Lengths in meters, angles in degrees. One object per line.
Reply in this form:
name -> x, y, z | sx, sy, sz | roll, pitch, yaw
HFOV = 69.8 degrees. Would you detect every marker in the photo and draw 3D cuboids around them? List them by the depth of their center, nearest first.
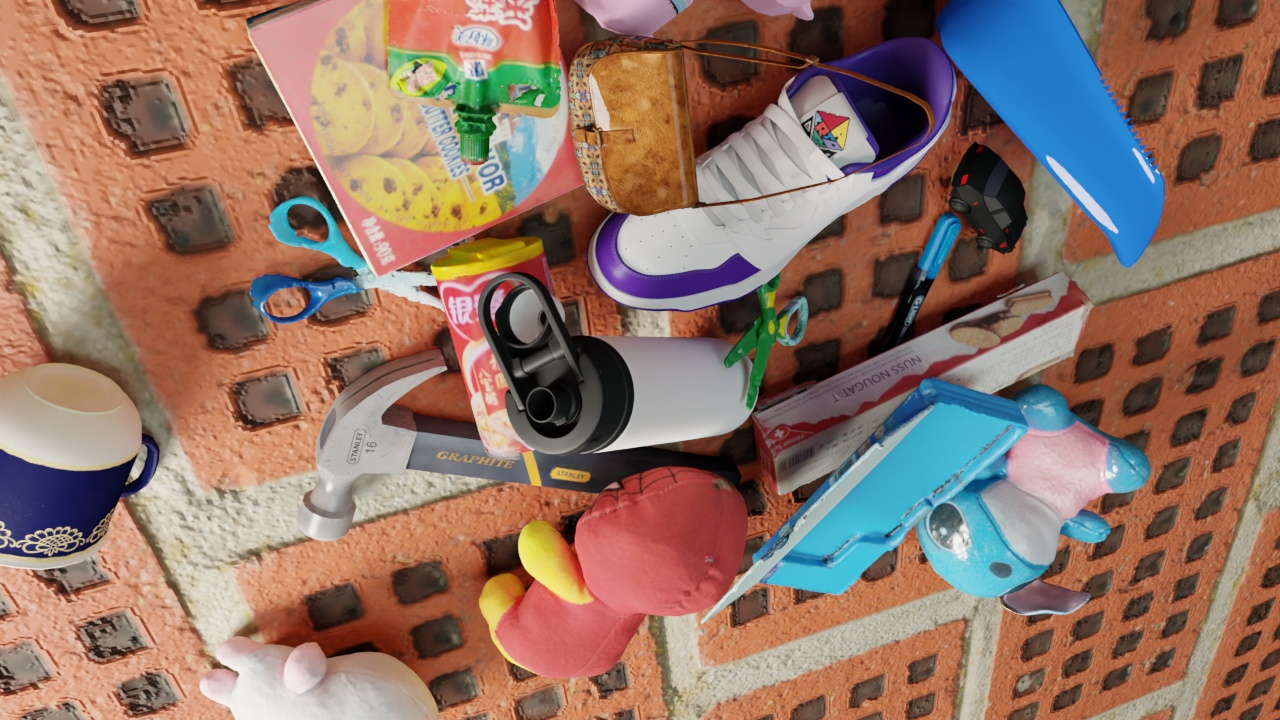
marker -> 0.210, -0.053, 0.694 | 0.018, 0.015, 0.123 | 4, 119, -28

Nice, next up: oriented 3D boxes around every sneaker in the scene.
sneaker -> 0.082, -0.109, 0.536 | 0.244, 0.111, 0.092 | -31, 85, -5

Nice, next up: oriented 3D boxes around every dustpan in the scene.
dustpan -> 0.204, -0.197, 0.527 | 0.257, 0.244, 0.060 | 46, 120, -4

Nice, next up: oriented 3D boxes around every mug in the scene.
mug -> -0.319, 0.052, 0.516 | 0.089, 0.086, 0.111 | -60, 157, 15

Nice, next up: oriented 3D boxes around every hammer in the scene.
hammer -> -0.067, 0.077, 0.653 | 0.312, 0.035, 0.139 | 12, 112, -27

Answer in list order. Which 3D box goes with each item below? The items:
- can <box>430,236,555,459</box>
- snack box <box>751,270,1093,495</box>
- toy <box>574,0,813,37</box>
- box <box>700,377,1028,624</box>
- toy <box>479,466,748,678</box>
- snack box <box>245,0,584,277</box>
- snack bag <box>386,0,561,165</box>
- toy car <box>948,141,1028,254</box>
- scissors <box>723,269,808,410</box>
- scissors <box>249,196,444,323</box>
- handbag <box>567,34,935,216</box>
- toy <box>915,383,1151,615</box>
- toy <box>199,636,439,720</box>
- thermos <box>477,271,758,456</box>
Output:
can -> -0.078, -0.010, 0.556 | 0.066, 0.067, 0.124 | -17, 107, -12
snack box -> 0.216, 0.016, 0.713 | 0.273, 0.044, 0.077 | -24, 144, -5
toy -> 0.027, -0.222, 0.491 | 0.157, 0.067, 0.123 | 30, 106, -37
box -> 0.154, 0.108, 0.700 | 0.175, 0.060, 0.244 | -1, 140, -36
toy -> -0.011, 0.151, 0.648 | 0.147, 0.098, 0.217 | 12, 137, -44
snack box -> -0.110, -0.139, 0.497 | 0.145, 0.040, 0.143 | -26, 124, -10
snack bag -> -0.078, -0.172, 0.445 | 0.087, 0.044, 0.155 | 6, 118, -4
toy car -> 0.253, -0.113, 0.653 | 0.091, 0.036, 0.042 | 39, 74, -34
scissors -> 0.089, -0.017, 0.627 | 0.108, 0.012, 0.131 | 39, 59, -48
scissors -> -0.167, -0.042, 0.557 | 0.134, 0.016, 0.083 | 21, 106, -35
handbag -> 0.045, -0.113, 0.455 | 0.043, 0.196, 0.094 | -38, 129, -44
toy -> 0.314, 0.112, 0.788 | 0.224, 0.099, 0.191 | 37, 101, -6
toy -> -0.229, 0.258, 0.666 | 0.179, 0.101, 0.139 | 31, 118, -13
thermos -> -0.003, 0.003, 0.557 | 0.069, 0.101, 0.229 | -26, 168, 25
